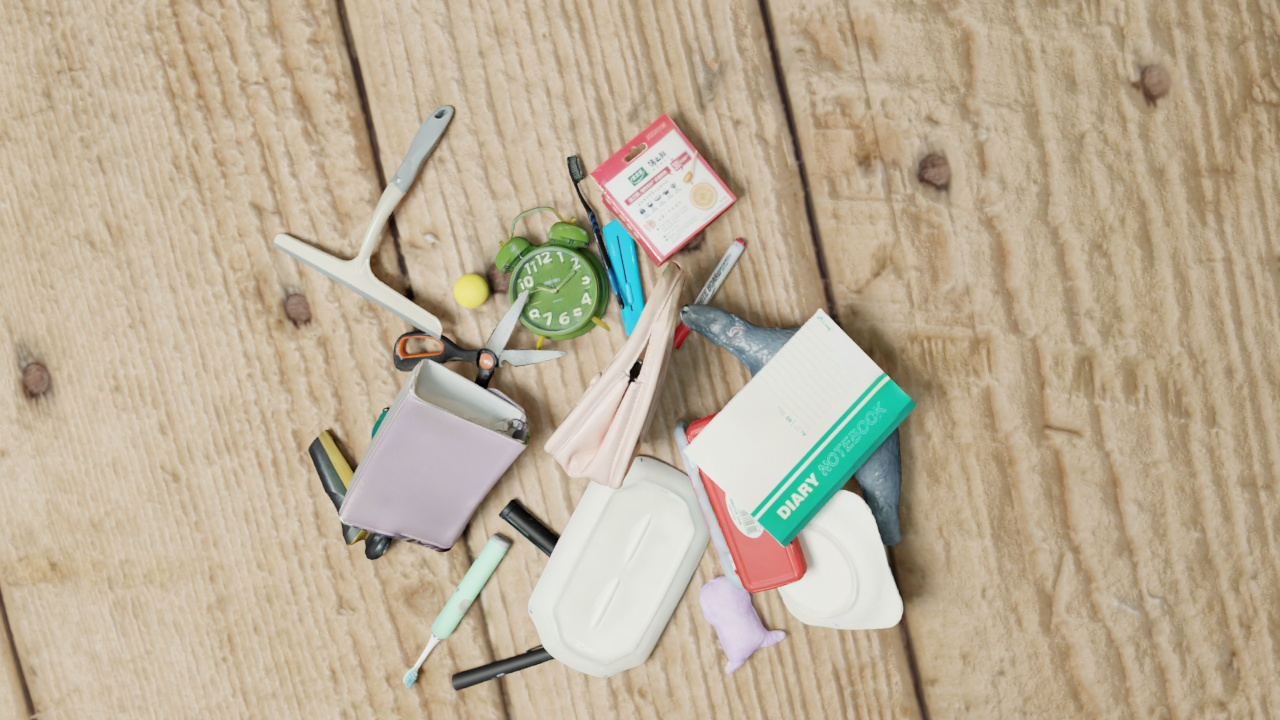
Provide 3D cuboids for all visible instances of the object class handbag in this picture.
[{"bbox_3d":[-0.006,0.006,0.973,0.093,0.193,0.234,27,107,1],"label":"handbag"},{"bbox_3d":[-0.232,0.113,1.039,0.145,0.098,0.197,29,116,-15],"label":"handbag"}]

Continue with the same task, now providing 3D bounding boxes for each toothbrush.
[{"bbox_3d":[-0.049,-0.148,1.053,0.016,0.014,0.189,-21,86,27],"label":"toothbrush"},{"bbox_3d":[-0.081,0.244,1.097,0.212,0.026,0.027,41,131,-1],"label":"toothbrush"},{"bbox_3d":[-0.227,0.305,1.112,0.026,0.027,0.224,29,98,-36],"label":"toothbrush"}]

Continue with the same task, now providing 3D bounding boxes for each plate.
[{"bbox_3d":[0.199,0.229,1.021,0.165,0.034,0.163,-16,95,45],"label":"plate"},{"bbox_3d":[-0.022,0.244,1.069,0.162,0.034,0.265,28,89,-4],"label":"plate"}]

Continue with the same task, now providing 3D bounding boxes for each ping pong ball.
[{"bbox_3d":[-0.197,-0.081,1.069,0.040,0.040,0.040,0,95,5],"label":"ping pong ball"}]

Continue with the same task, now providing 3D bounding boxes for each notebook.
[{"bbox_3d":[0.169,0.071,0.965,0.150,0.012,0.209,44,87,-4],"label":"notebook"}]

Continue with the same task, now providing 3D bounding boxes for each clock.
[{"bbox_3d":[-0.101,-0.096,1.052,0.116,0.056,0.161,-18,93,5],"label":"clock"}]

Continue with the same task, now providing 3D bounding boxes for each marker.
[{"bbox_3d":[0.076,-0.077,1.059,0.017,0.017,0.145,33,97,1],"label":"marker"},{"bbox_3d":[-0.167,0.372,1.117,0.132,0.020,0.022,-19,76,6],"label":"marker"}]

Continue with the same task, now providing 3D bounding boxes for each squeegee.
[{"bbox_3d":[-0.281,-0.189,1.058,0.246,0.039,0.246,29,91,12],"label":"squeegee"}]

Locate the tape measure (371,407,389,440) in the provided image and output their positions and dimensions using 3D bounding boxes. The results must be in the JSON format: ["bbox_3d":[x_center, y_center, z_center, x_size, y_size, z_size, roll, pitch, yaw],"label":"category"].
[{"bbox_3d":[-0.294,0.091,1.100,0.058,0.025,0.054,30,96,2],"label":"tape measure"}]

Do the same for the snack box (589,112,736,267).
[{"bbox_3d":[0.024,-0.190,1.031,0.113,0.044,0.127,-40,91,-5],"label":"snack box"}]

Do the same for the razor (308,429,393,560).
[{"bbox_3d":[-0.346,0.160,1.102,0.067,0.062,0.167,-29,86,-24],"label":"razor"}]

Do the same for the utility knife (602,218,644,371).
[{"bbox_3d":[-0.009,-0.063,1.068,0.034,0.018,0.209,-11,95,5],"label":"utility knife"}]

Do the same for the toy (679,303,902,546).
[{"bbox_3d":[0.197,0.041,1.019,0.356,0.091,0.138,45,88,-2],"label":"toy"}]

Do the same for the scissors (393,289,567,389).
[{"bbox_3d":[-0.195,0.008,1.059,0.231,0.021,0.221,20,110,16],"label":"scissors"}]

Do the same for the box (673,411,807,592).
[{"bbox_3d":[0.108,0.152,1.030,0.113,0.099,0.201,-21,92,17],"label":"box"}]

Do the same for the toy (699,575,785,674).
[{"bbox_3d":[0.113,0.302,1.079,0.084,0.039,0.108,-28,88,-8],"label":"toy"}]
